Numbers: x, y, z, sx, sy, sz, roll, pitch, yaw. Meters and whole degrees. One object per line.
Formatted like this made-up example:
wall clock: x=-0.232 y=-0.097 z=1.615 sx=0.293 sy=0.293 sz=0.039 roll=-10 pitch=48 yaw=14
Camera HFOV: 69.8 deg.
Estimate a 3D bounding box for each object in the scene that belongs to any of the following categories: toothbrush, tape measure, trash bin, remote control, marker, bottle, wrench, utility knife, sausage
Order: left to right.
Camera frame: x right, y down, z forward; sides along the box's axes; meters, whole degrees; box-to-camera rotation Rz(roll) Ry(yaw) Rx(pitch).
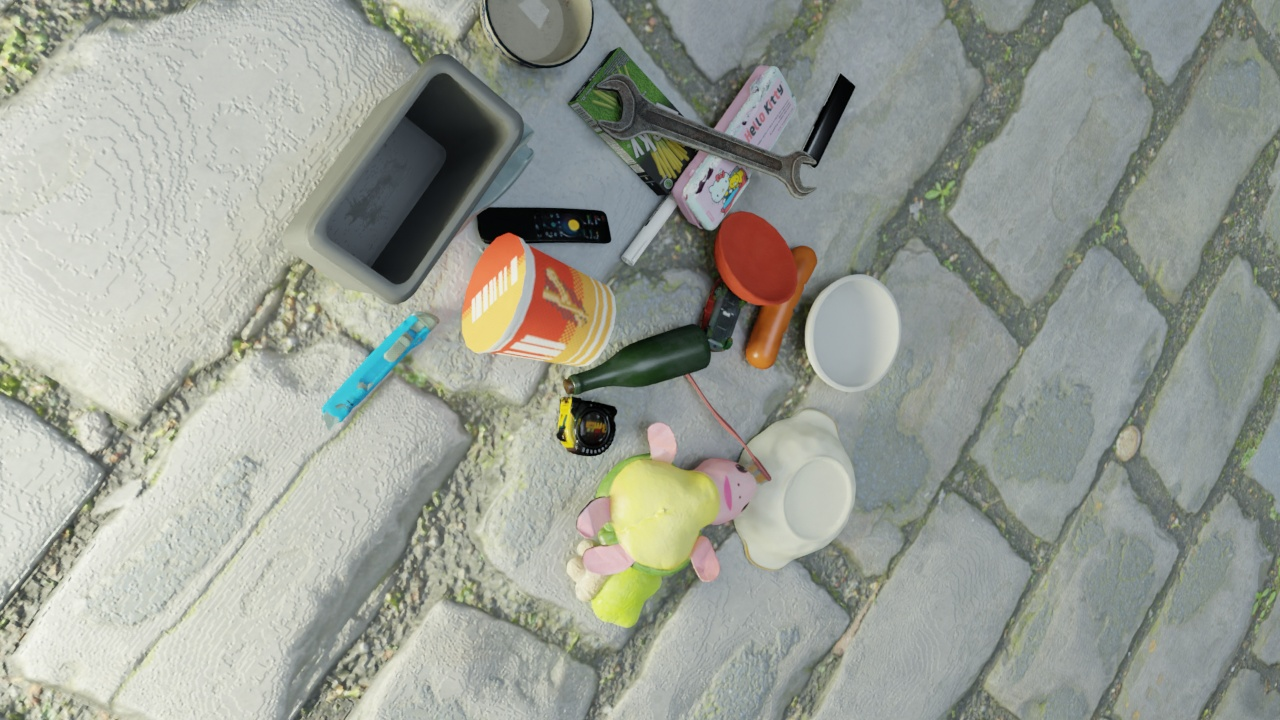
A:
utility knife: x=-0.267 y=0.008 z=0.934 sx=0.031 sy=0.015 sz=0.158 roll=45 pitch=77 yaw=-19
trash bin: x=-0.222 y=-0.154 z=0.820 sx=0.097 sy=0.220 sz=0.191 roll=37 pitch=79 yaw=-25
remote control: x=-0.103 y=-0.144 z=0.993 sx=0.151 sy=0.020 sz=0.041 roll=-4 pitch=73 yaw=-27
tape measure: x=-0.061 y=0.077 z=1.034 sx=0.067 sy=0.038 sz=0.062 roll=12 pitch=82 yaw=-30
bottle: x=-0.006 y=0.006 z=1.043 sx=0.174 sy=0.055 sz=0.055 roll=-17 pitch=103 yaw=-23
marker: x=0.023 y=-0.164 z=1.055 sx=0.133 sy=0.020 sz=0.017 roll=-54 pitch=129 yaw=-11
wrench: x=0.076 y=-0.243 z=1.014 sx=0.273 sy=0.010 sz=0.070 roll=17 pitch=84 yaw=-15
toothbrush: x=0.099 y=0.076 z=1.106 sx=0.016 sy=0.015 sz=0.184 roll=-35 pitch=97 yaw=14
sausage: x=0.173 y=-0.067 z=1.131 sx=0.044 sy=0.039 sz=0.164 roll=31 pitch=81 yaw=-52
remote control: x=0.236 y=-0.301 z=1.151 sx=0.028 sy=0.012 sz=0.124 roll=30 pitch=83 yaw=-26

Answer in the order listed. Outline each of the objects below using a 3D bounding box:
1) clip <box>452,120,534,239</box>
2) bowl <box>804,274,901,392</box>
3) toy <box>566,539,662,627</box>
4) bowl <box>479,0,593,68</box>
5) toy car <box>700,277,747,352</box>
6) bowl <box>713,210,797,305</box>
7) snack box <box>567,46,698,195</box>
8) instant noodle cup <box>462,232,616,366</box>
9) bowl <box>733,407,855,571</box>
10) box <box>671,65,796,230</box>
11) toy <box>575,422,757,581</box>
clip: x=-0.166 y=-0.167 z=0.942 sx=0.029 sy=0.143 sz=0.172 roll=43 pitch=93 yaw=0
bowl: x=0.264 y=-0.036 z=1.179 sx=0.149 sy=0.043 sz=0.149 roll=-3 pitch=97 yaw=-26
toy: x=-0.033 y=0.252 z=1.064 sx=0.115 sy=0.046 sz=0.092 roll=39 pitch=78 yaw=-18
bowl: x=-0.112 y=-0.355 z=0.942 sx=0.115 sy=0.059 sz=0.115 roll=-3 pitch=97 yaw=-26
toy car: x=0.095 y=-0.054 z=1.093 sx=0.042 sy=0.036 sz=0.091 roll=22 pitch=79 yaw=-32
bowl: x=0.130 y=-0.115 z=1.086 sx=0.122 sy=0.035 sz=0.121 roll=18 pitch=58 yaw=-31
snack box: x=-0.001 y=-0.265 z=1.028 sx=0.147 sy=0.025 sz=0.080 roll=42 pitch=77 yaw=-24
instant noodle cup: x=-0.102 y=-0.053 z=0.955 sx=0.121 sy=0.123 sz=0.123 roll=17 pitch=88 yaw=-35
bowl: x=0.208 y=0.170 z=1.166 sx=0.188 sy=0.060 sz=0.219 roll=24 pitch=86 yaw=-26
box: x=0.112 y=-0.248 z=1.062 sx=0.202 sy=0.044 sz=0.086 roll=-56 pitch=143 yaw=-11
toy: x=0.032 y=0.170 z=1.062 sx=0.237 sy=0.088 sz=0.190 roll=-20 pitch=82 yaw=-28
